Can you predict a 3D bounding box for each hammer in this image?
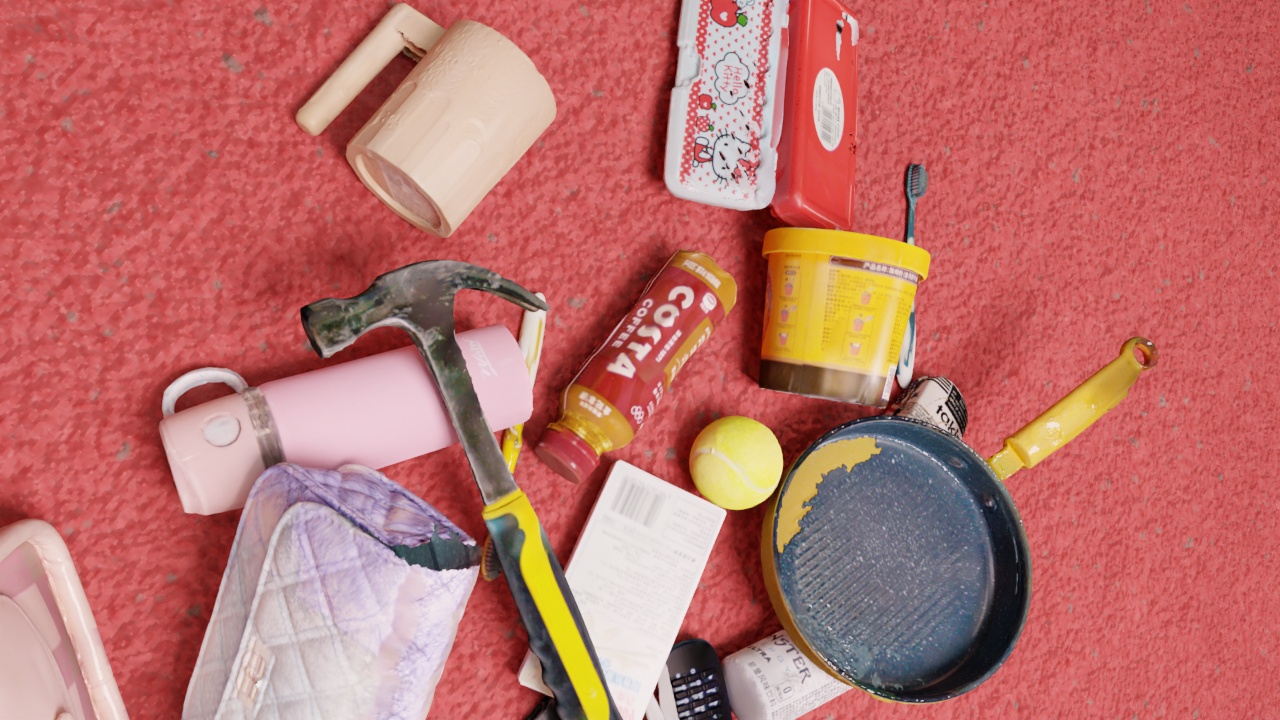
[{"bbox_3d":[-0.070,0.096,0.529,0.126,0.032,0.323,-26,104,-24],"label":"hammer"}]

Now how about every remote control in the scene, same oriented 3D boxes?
[{"bbox_3d":[0.040,0.262,0.640,0.053,0.024,0.136,-8,87,-24],"label":"remote control"}]

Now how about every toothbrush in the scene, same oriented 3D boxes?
[{"bbox_3d":[0.225,-0.071,0.761,0.016,0.018,0.191,8,83,-27],"label":"toothbrush"},{"bbox_3d":[-0.081,0.048,0.597,0.016,0.018,0.191,14,81,-27],"label":"toothbrush"}]

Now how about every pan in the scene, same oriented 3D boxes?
[{"bbox_3d":[0.246,0.091,0.664,0.356,0.078,0.197,-34,84,-22],"label":"pan"}]

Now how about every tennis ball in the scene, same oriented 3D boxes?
[{"bbox_3d":[0.067,0.072,0.645,0.065,0.066,0.065,2,86,-27],"label":"tennis ball"}]

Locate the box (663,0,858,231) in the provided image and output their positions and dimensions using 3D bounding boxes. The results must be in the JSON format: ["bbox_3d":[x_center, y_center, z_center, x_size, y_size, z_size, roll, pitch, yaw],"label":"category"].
[{"bbox_3d":[0.097,-0.197,0.679,0.161,0.058,0.200,13,72,-24],"label":"box"}]

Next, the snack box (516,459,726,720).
[{"bbox_3d":[-0.011,0.154,0.609,0.084,0.027,0.156,26,76,-5],"label":"snack box"}]

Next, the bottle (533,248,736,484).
[{"bbox_3d":[-0.004,0.004,0.618,0.057,0.058,0.174,44,69,-17],"label":"bottle"}]

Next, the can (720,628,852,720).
[{"bbox_3d":[0.132,0.217,0.671,0.146,0.058,0.058,-17,94,-26],"label":"can"}]

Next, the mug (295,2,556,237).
[{"bbox_3d":[-0.131,-0.150,0.559,0.124,0.084,0.103,34,72,5],"label":"mug"}]

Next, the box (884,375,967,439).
[{"bbox_3d":[0.208,0.080,0.725,0.164,0.052,0.069,-50,125,-21],"label":"box"}]

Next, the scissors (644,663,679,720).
[{"bbox_3d":[0.018,0.283,0.611,0.172,0.012,0.132,45,77,-2],"label":"scissors"}]

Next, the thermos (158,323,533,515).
[{"bbox_3d":[-0.169,0.025,0.534,0.198,0.067,0.087,-16,63,-25],"label":"thermos"}]

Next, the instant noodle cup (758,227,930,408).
[{"bbox_3d":[0.140,-0.028,0.664,0.118,0.119,0.114,9,90,-26],"label":"instant noodle cup"}]

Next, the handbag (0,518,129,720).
[{"bbox_3d":[-0.273,0.173,0.371,0.093,0.235,0.193,-17,94,-25],"label":"handbag"}]

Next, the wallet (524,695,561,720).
[{"bbox_3d":[-0.052,0.295,0.597,0.122,0.020,0.096,48,68,-14],"label":"wallet"}]

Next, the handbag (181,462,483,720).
[{"bbox_3d":[-0.162,0.156,0.458,0.075,0.134,0.194,5,106,-56],"label":"handbag"}]
